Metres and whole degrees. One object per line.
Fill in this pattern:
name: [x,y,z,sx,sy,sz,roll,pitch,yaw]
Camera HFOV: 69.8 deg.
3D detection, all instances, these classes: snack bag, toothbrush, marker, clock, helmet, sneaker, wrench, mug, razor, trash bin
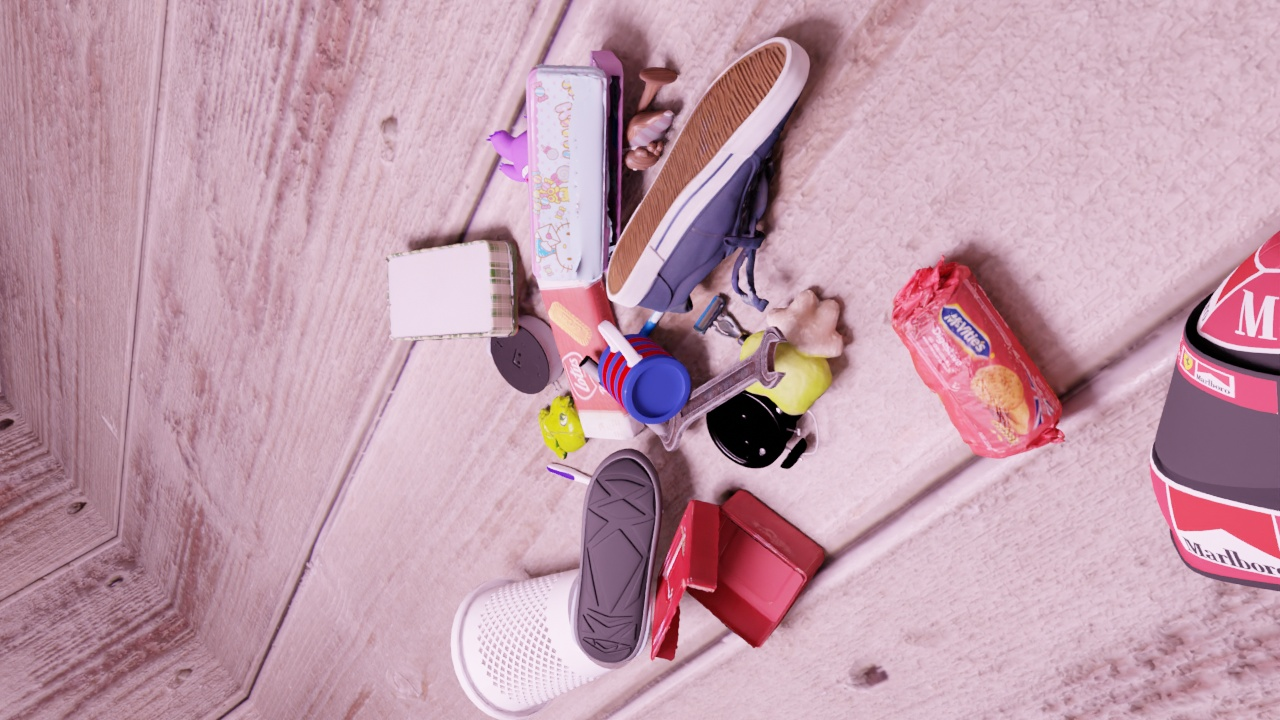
snack bag: [-0.058,-0.013,1.048,0.078,0.041,0.225,0,113,38]
toothbrush: [-0.048,0.159,1.159,0.187,0.015,0.016,16,125,33]
marker: [-0.013,0.045,1.026,0.140,0.016,0.016,42,139,-18]
clock: [-0.146,-0.015,1.123,0.122,0.035,0.095,38,133,18]
helmet: [0.439,0.017,0.539,0.272,0.197,0.225,-1,114,49]
sneaker: [0.085,-0.145,0.829,0.127,0.120,0.295,16,132,-22]
wrench: [0.074,0.032,0.915,0.274,0.010,0.070,141,129,-62]
mug: [-0.006,0.006,0.960,0.112,0.075,0.076,56,172,-31]
marker: [0.018,-0.050,0.980,0.013,0.013,0.142,45,135,10]
razor: [0.121,-0.007,0.916,0.144,0.022,0.043,37,96,12]
trash bin: [-0.115,0.365,1.232,0.200,0.194,0.195,-29,95,36]
clock: [0.126,0.065,0.936,0.121,0.042,0.091,9,120,36]
sneaker: [-0.017,0.218,1.101,0.093,0.160,0.257,8,99,8]
snack bag: [0.271,0.002,0.754,0.176,0.082,0.083,55,136,1]

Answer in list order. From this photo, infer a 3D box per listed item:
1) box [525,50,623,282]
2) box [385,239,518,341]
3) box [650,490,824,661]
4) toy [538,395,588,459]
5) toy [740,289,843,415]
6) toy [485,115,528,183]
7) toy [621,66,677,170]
box: [-0.068,-0.185,0.892,0.089,0.093,0.214,-111,20,-56]
box: [-0.233,-0.082,1.121,0.206,0.049,0.117,-3,91,41]
box: [0.107,0.244,1.020,0.165,0.151,0.158,11,133,-9]
toy: [-0.098,0.083,1.142,0.094,0.036,0.094,14,122,43]
toy: [0.145,-0.011,0.867,0.092,0.043,0.118,31,110,22]
toy: [-0.102,-0.211,0.956,0.106,0.055,0.088,-16,108,34]
toy: [0.006,-0.222,0.870,0.054,0.041,0.102,66,148,20]
